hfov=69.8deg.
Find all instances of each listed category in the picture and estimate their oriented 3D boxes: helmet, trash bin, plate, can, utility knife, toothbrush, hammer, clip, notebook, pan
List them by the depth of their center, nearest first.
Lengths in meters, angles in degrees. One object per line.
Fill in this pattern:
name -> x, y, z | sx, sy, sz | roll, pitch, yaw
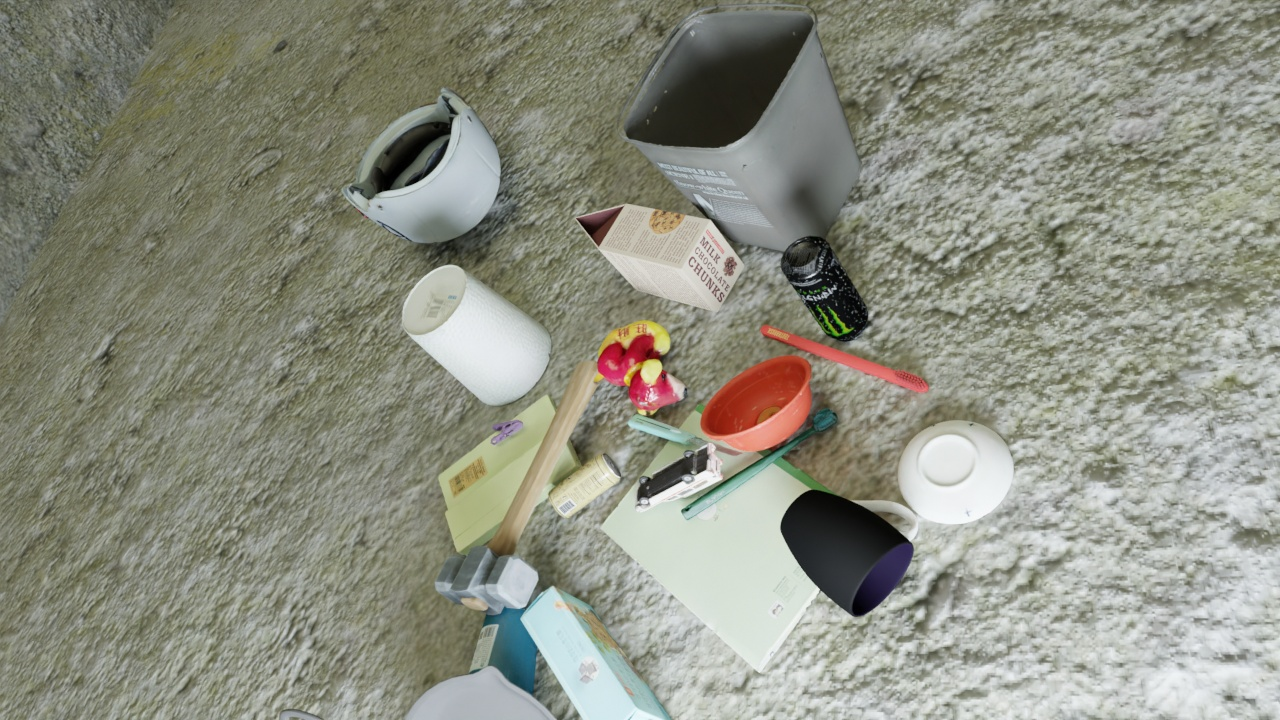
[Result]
plate -> 0.285, 0.097, 0.844 | 0.104, 0.026, 0.104 | -18, 52, 24
pan -> -0.200, 0.384, 0.901 | 0.355, 0.024, 0.216 | 6, 101, 17
can -> 0.191, -0.072, 0.943 | 0.054, 0.137, 0.053 | -18, 52, 24
toothbrush -> 0.121, 0.107, 0.945 | 0.190, 0.017, 0.016 | -35, 46, 7
notebook -> 0.089, 0.169, 0.945 | 0.182, 0.010, 0.253 | -52, 47, -5
toothbrush -> 0.208, -0.007, 0.972 | 0.213, 0.018, 0.012 | 24, 76, 42
utility knife -> 0.047, 0.085, 1.008 | 0.022, 0.016, 0.177 | -29, 27, -32
hammer -> -0.117, 0.132, 1.040 | 0.118, 0.051, 0.321 | -11, 43, 43
can -> -0.063, 0.143, 1.048 | 0.079, 0.038, 0.038 | -37, 47, 9
trash bin -> 0.130, -0.252, 1.050 | 0.198, 0.220, 0.197 | 19, 73, 41
clip -> -0.171, 0.085, 1.157 | 0.050, 0.014, 0.046 | -43, 36, 5
trash bin -> -0.215, -0.036, 1.187 | 0.133, 0.161, 0.133 | -18, 52, 24
helmet -> -0.321, -0.284, 1.427 | 0.236, 0.163, 0.264 | -48, 40, -7

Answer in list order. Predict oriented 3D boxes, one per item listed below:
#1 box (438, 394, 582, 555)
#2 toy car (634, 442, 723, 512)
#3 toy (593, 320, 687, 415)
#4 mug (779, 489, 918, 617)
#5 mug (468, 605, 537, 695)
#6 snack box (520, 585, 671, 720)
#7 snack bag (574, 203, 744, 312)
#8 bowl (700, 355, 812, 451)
box -> -0.167, 0.139, 1.136 | 0.187, 0.024, 0.137 | -36, 44, 10
toy car -> 0.041, 0.128, 0.972 | 0.113, 0.039, 0.039 | -35, 35, 37
toy -> -0.006, 0.006, 1.082 | 0.105, 0.067, 0.137 | -24, 46, -1
mug -> 0.192, 0.159, 0.833 | 0.118, 0.085, 0.100 | -28, 47, -27
mug -> -0.145, 0.325, 0.962 | 0.078, 0.078, 0.121 | -14, 50, 27
snack box -> -0.045, 0.304, 0.902 | 0.053, 0.075, 0.174 | -47, 46, 0
snack bag -> 0.013, -0.134, 1.140 | 0.207, 0.094, 0.069 | 19, 73, 41
bowl -> 0.128, 0.052, 0.951 | 0.131, 0.045, 0.130 | -31, 20, 13
